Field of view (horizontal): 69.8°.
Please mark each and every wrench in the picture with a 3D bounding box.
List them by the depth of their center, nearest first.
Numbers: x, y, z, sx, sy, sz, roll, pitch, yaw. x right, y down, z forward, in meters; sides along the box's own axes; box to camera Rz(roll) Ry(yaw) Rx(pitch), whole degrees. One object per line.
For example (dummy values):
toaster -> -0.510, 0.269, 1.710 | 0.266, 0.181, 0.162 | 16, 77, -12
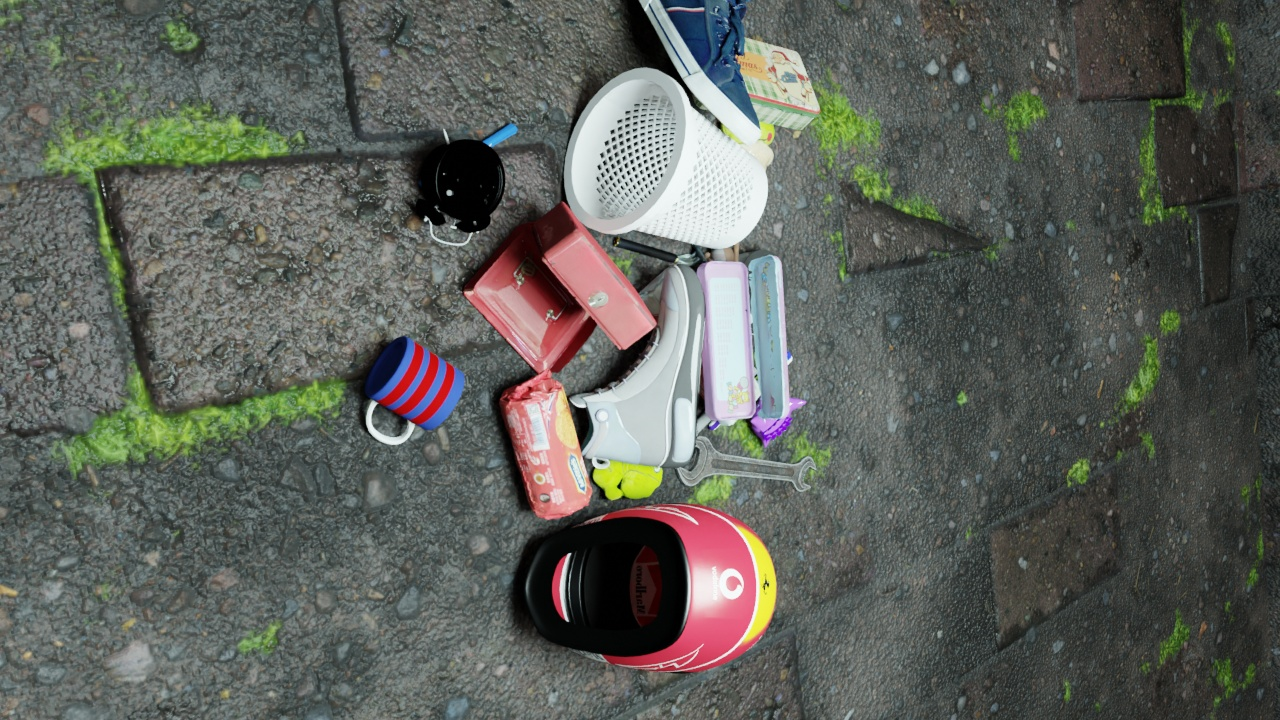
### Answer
wrench -> 0.158, 0.155, 1.326 | 0.272, 0.010, 0.070 | 11, 85, -36

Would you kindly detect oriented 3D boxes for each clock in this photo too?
clock -> -0.202, -0.188, 1.019 | 0.091, 0.043, 0.121 | 6, 98, -44
clock -> 0.164, -0.098, 1.308 | 0.094, 0.035, 0.122 | -1, 93, -36

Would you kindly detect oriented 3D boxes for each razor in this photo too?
razor -> 0.026, -0.143, 1.215 | 0.144, 0.042, 0.022 | 7, 131, -32

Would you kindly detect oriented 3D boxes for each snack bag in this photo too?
snack bag -> -0.114, 0.103, 1.086 | 0.082, 0.082, 0.176 | -21, 103, -34
snack bag -> 0.081, -0.020, 1.236 | 0.077, 0.041, 0.225 | -44, 109, -26

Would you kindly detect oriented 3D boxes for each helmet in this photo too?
helmet -> 0.032, 0.273, 1.107 | 0.224, 0.272, 0.197 | 22, 62, -55

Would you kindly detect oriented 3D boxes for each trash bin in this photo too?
trash bin -> 0.045, -0.228, 1.135 | 0.199, 0.196, 0.195 | 14, 83, -46

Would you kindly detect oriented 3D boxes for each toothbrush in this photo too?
toothbrush -> 0.159, 0.042, 1.321 | 0.186, 0.015, 0.016 | -38, 108, -29

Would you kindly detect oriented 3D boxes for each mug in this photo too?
mug -> -0.254, 0.039, 0.987 | 0.076, 0.075, 0.112 | 36, 97, -32

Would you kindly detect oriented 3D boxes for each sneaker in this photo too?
sneaker -> 0.097, -0.396, 1.115 | 0.120, 0.127, 0.294 | 17, 46, -60
sneaker -> -0.006, 0.007, 1.141 | 0.160, 0.093, 0.256 | 1, 93, -9

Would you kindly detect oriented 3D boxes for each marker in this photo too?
marker -> -0.197, -0.235, 1.051 | 0.141, 0.013, 0.013 | -40, 114, -28
marker -> 0.118, 0.055, 1.290 | 0.140, 0.016, 0.016 | -42, 115, -28

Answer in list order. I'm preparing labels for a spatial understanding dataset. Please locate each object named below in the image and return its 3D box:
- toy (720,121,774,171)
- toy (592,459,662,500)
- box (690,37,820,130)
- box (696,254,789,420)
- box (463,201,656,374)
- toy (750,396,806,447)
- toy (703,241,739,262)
toy -> 0.153, -0.308, 1.286 | 0.092, 0.043, 0.118 | -2, 90, -38
toy -> -0.012, 0.144, 1.185 | 0.093, 0.036, 0.094 | 39, 66, -21
box -> 0.150, -0.384, 1.251 | 0.205, 0.050, 0.117 | 1, 60, -35
box -> 0.140, -0.028, 1.194 | 0.089, 0.093, 0.214 | -3, 89, -33
box -> -0.075, -0.086, 1.056 | 0.157, 0.166, 0.151 | 47, 60, -28
toy -> 0.192, 0.077, 1.319 | 0.088, 0.056, 0.106 | -49, 139, -14
toy -> 0.114, -0.145, 1.264 | 0.055, 0.041, 0.101 | 2, 79, 2
